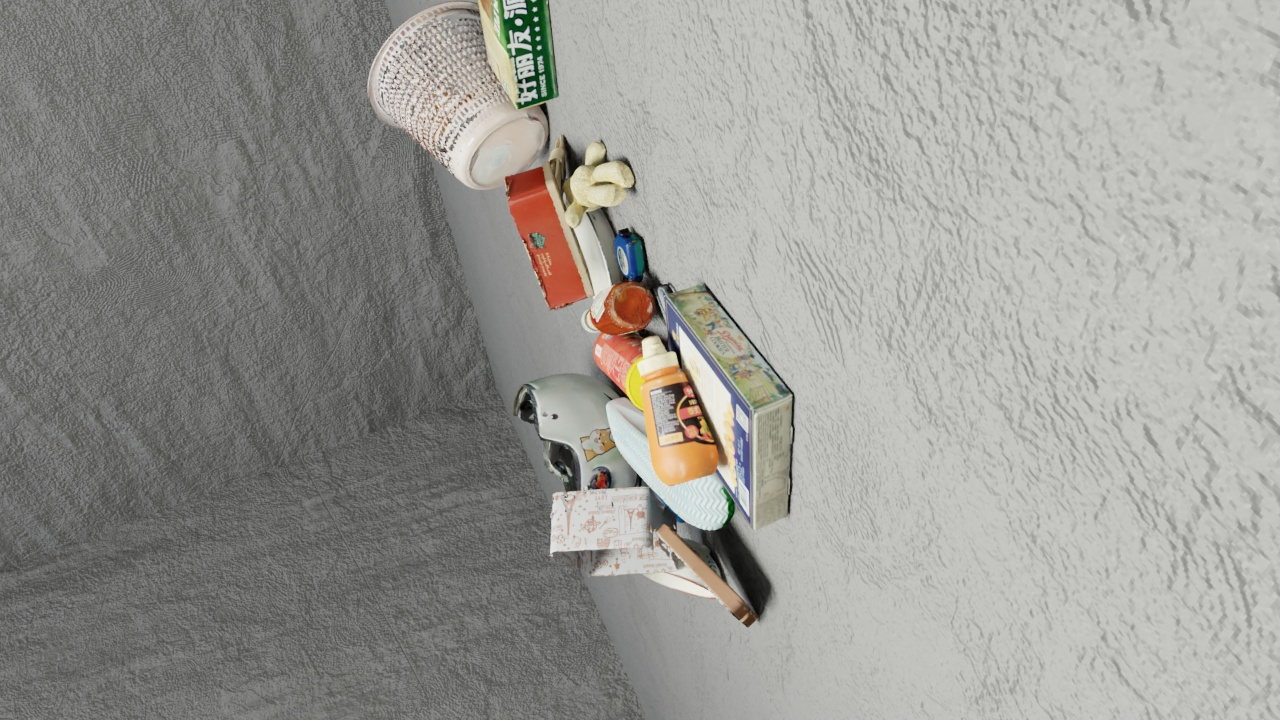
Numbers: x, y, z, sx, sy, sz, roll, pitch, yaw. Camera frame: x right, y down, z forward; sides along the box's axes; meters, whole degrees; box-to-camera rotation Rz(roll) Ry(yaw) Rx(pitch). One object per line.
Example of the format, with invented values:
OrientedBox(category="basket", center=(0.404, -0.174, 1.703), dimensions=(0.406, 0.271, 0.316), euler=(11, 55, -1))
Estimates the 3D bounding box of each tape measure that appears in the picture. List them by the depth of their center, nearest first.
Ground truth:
OrientedBox(category="tape measure", center=(-0.011, -0.126, 1.086), dimensions=(0.054, 0.025, 0.058), euler=(-125, 24, -54))

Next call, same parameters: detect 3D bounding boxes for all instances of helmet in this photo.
OrientedBox(category="helmet", center=(-0.080, 0.133, 1.474), dimensions=(0.274, 0.156, 0.230), euler=(62, 166, -12))

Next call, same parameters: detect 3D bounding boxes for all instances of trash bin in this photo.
OrientedBox(category="trash bin", center=(-0.244, -0.361, 1.315), dimensions=(0.192, 0.227, 0.228), euler=(52, 162, 18))

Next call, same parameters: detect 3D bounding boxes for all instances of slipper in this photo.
OrientedBox(category="slipper", center=(0.041, 0.110, 1.074), dimensions=(0.245, 0.074, 0.104), euler=(37, 148, 49))

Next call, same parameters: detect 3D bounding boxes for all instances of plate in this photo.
OrientedBox(category="plate", center=(-0.059, -0.150, 1.224), dimensions=(0.164, 0.034, 0.163), euler=(103, 144, -67))

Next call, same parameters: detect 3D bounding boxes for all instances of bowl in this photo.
OrientedBox(category="bowl", center=(0.063, 0.286, 1.287), dimensions=(0.114, 0.113, 0.062), euler=(103, -173, -68))

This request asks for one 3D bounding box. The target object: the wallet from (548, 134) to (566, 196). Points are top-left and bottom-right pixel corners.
OrientedBox(category="wallet", center=(-0.114, -0.242, 1.234), dimensions=(0.087, 0.024, 0.115), euler=(100, 176, -45))

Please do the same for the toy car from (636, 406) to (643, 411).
OrientedBox(category="toy car", center=(-0.002, 0.088, 1.354), dimensions=(0.042, 0.035, 0.091), euler=(63, 163, 16))

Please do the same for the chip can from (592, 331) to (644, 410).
OrientedBox(category="chip can", center=(-0.007, 0.007, 1.142), dimensions=(0.216, 0.073, 0.073), euler=(-144, 36, -72))

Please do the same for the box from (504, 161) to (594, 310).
OrientedBox(category="box", center=(-0.122, -0.153, 1.154), dimensions=(0.091, 0.079, 0.168), euler=(-107, -1, -56))

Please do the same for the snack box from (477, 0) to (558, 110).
OrientedBox(category="snack box", center=(-0.159, -0.439, 1.124), dimensions=(0.240, 0.063, 0.114), euler=(89, 157, -54))

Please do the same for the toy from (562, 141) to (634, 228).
OrientedBox(category="toy", center=(-0.050, -0.202, 1.070), dimensions=(0.157, 0.066, 0.105), euler=(-162, 85, -69))

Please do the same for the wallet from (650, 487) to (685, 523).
OrientedBox(category="wallet", center=(0.025, 0.162, 1.325), dimensions=(0.106, 0.040, 0.133), euler=(50, 165, 46))

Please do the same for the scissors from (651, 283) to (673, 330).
OrientedBox(category="scissors", center=(0.052, -0.006, 1.039), dimensions=(0.136, 0.014, 0.174), euler=(92, 154, -61))

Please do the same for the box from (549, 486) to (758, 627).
OrientedBox(category="box", center=(0.024, 0.241, 1.151), dimensions=(0.274, 0.126, 0.179), euler=(18, 164, 21))

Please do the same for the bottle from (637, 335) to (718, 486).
OrientedBox(category="bottle", center=(0.030, 0.047, 0.912), dimensions=(0.067, 0.066, 0.149), euler=(133, 122, -76))

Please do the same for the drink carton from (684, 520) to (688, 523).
OrientedBox(category="drink carton", center=(0.058, 0.167, 1.190), dimensions=(0.122, 0.053, 0.045), euler=(-148, 37, -70))

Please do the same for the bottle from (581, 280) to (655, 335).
OrientedBox(category="bottle", center=(-0.036, -0.058, 1.133), dimensions=(0.206, 0.059, 0.060), euler=(170, 80, -74))

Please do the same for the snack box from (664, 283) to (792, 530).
OrientedBox(category="snack box", center=(0.086, 0.045, 0.909), dimensions=(0.178, 0.045, 0.182), euler=(83, 161, -45))
